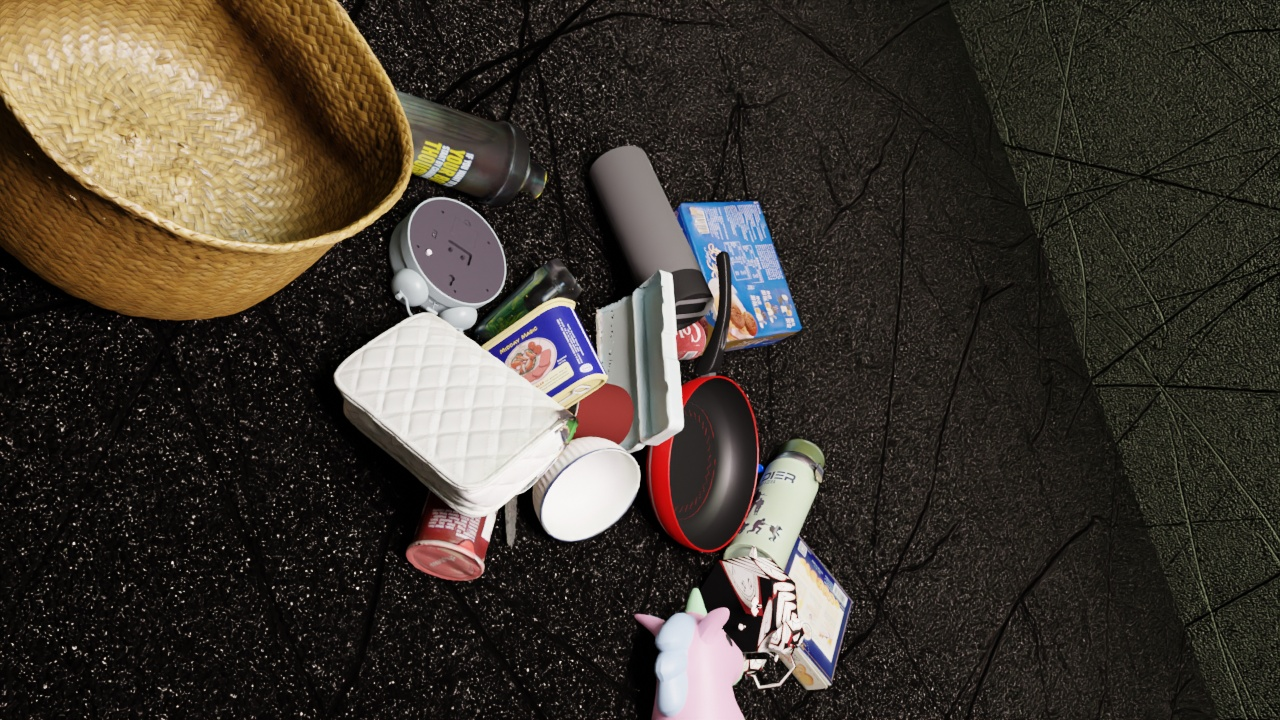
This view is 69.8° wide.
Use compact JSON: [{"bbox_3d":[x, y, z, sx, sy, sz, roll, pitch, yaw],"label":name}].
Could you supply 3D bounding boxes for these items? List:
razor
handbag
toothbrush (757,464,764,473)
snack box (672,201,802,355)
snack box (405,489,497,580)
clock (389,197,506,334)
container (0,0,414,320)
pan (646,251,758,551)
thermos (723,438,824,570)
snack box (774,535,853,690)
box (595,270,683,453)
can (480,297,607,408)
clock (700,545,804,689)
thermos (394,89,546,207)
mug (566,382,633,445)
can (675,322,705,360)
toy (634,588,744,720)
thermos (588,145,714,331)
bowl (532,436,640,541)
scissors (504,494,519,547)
[{"bbox_3d":[-0.125,-0.062,1.020,0.054,0.067,0.151,53,48,-6],"label":"razor"},{"bbox_3d":[-0.171,0.047,0.837,0.195,0.073,0.138,36,53,20],"label":"handbag"},{"bbox_3d":[0.110,0.136,1.212,0.182,0.018,0.016,13,61,-44],"label":"toothbrush"},{"bbox_3d":[0.125,-0.119,1.304,0.154,0.069,0.202,-9,77,-38],"label":"snack box"},{"bbox_3d":[-0.167,0.136,0.860,0.072,0.072,0.121,37,45,-30],"label":"snack box"},{"bbox_3d":[-0.205,-0.097,0.963,0.122,0.045,0.159,34,49,-33],"label":"clock"},{"bbox_3d":[-0.363,-0.182,0.713,0.306,0.197,0.306,27,51,-39],"label":"container"},{"bbox_3d":[0.079,0.050,1.103,0.208,0.067,0.356,-4,94,-54],"label":"pan"},{"bbox_3d":[0.187,0.194,1.216,0.082,0.083,0.230,54,40,-13],"label":"thermos"},{"bbox_3d":[0.211,0.326,1.205,0.144,0.043,0.144,51,41,-16],"label":"snack box"},{"bbox_3d":[-0.002,0.007,1.061,0.040,0.135,0.196,15,60,-32],"label":"box"},{"bbox_3d":[-0.101,0.005,0.953,0.092,0.116,0.056,63,20,15],"label":"can"},{"bbox_3d":[0.127,0.301,1.060,0.065,0.115,0.154,17,41,-43],"label":"clock"},{"bbox_3d":[-0.214,-0.234,0.996,0.220,0.098,0.098,11,62,-38],"label":"thermos"},{"bbox_3d":[-0.065,0.072,1.018,0.082,0.073,0.105,16,88,-43],"label":"mug"},{"bbox_3d":[0.038,-0.027,1.190,0.096,0.054,0.054,-3,72,-49],"label":"can"},{"bbox_3d":[0.052,0.367,0.960,0.171,0.120,0.221,59,37,-22],"label":"toy"},{"bbox_3d":[0.012,-0.155,1.164,0.082,0.082,0.240,6,52,-46],"label":"thermos"},{"bbox_3d":[-0.066,0.125,0.967,0.118,0.118,0.062,17,19,-42],"label":"bowl"},{"bbox_3d":[-0.144,0.107,0.948,0.121,0.013,0.170,43,45,-20],"label":"scissors"}]
